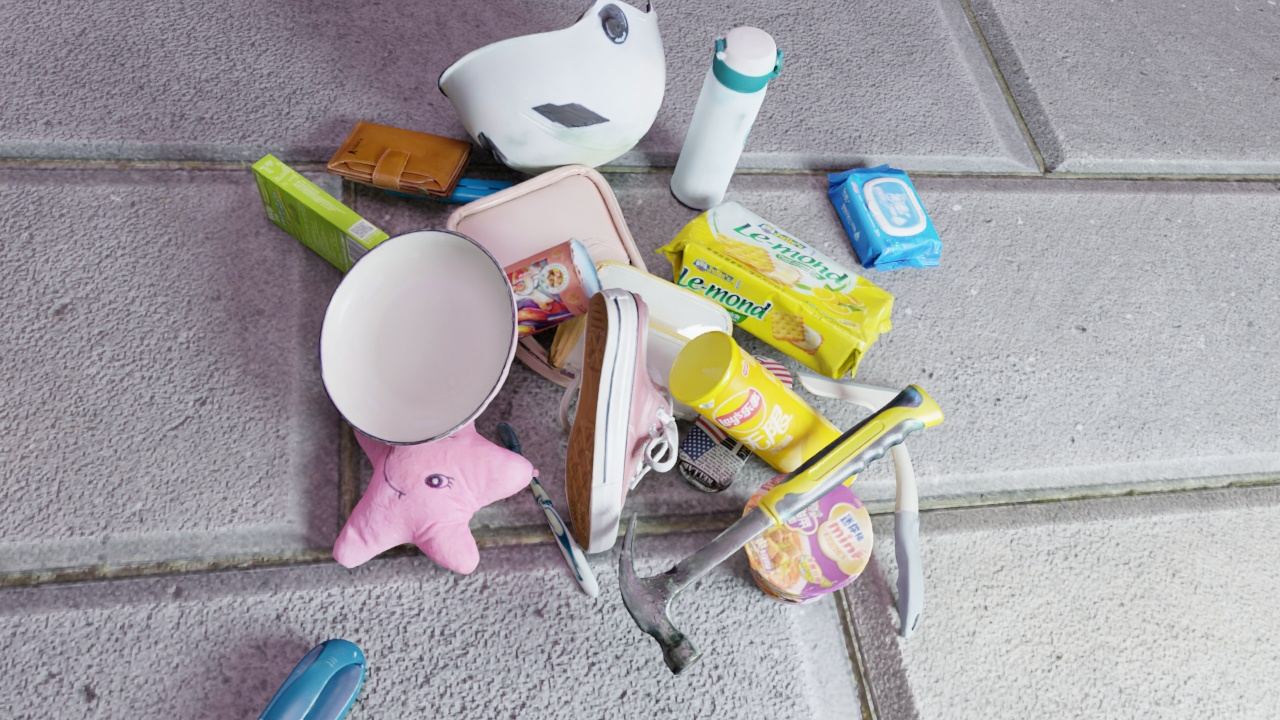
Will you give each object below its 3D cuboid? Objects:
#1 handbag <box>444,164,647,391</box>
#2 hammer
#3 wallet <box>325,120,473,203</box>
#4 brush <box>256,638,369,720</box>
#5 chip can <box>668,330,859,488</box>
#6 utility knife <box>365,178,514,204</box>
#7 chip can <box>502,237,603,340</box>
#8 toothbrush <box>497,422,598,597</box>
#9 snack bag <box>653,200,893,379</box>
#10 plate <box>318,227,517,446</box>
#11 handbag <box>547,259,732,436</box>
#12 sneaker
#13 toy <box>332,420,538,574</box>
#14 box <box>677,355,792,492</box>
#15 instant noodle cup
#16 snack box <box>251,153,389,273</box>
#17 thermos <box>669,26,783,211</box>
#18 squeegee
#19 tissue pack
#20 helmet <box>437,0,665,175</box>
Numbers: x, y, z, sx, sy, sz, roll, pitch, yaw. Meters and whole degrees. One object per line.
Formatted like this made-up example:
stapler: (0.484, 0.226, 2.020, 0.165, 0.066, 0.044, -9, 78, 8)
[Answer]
handbag: (-0.078, -0.073, 0.948, 0.192, 0.094, 0.234, -31, 78, -26)
hammer: (0.121, 0.117, 0.777, 0.322, 0.032, 0.126, -33, 66, -14)
wallet: (-0.261, -0.214, 0.997, 0.130, 0.035, 0.118, 11, 40, 0)
brush: (-0.262, 0.276, 0.695, 0.055, 0.074, 0.143, 26, 58, 10)
chip can: (0.120, 0.054, 0.844, 0.213, 0.072, 0.071, 36, 49, -36)
utility knife: (-0.218, -0.190, 1.014, 0.166, 0.018, 0.034, 4, 60, -8)
chip can: (-0.143, -0.043, 0.851, 0.215, 0.071, 0.071, -21, 62, 13)
toothbrush: (-0.088, 0.135, 0.849, 0.016, 0.018, 0.191, -32, 68, 0)
snack bag: (0.145, -0.076, 0.969, 0.246, 0.068, 0.157, 33, 32, 10)
plate: (-0.189, -0.019, 0.800, 0.193, 0.039, 0.192, -4, 77, 18)
handbag: (-0.005, 0.005, 0.895, 0.163, 0.063, 0.178, 23, 75, -16)
sneaker: (-0.010, 0.057, 0.815, 0.087, 0.118, 0.241, 3, 101, -21)
toy: (-0.178, 0.093, 0.817, 0.178, 0.075, 0.194, -1, 61, 3)
box: (0.094, 0.063, 0.921, 0.074, 0.064, 0.163, 21, 54, 29)
instant noodle cup: (0.143, 0.166, 0.824, 0.111, 0.099, 0.111, -1, 63, 1)
snack box: (-0.316, -0.134, 0.920, 0.156, 0.086, 0.026, 34, 60, 10)
thermos: (0.091, -0.259, 0.999, 0.073, 0.225, 0.073, 6, 59, -10)
squeegee: (0.245, 0.136, 0.871, 0.246, 0.039, 0.246, 9, 70, -47)
tissue pack: (0.290, -0.173, 1.092, 0.095, 0.052, 0.157, -9, 62, -17)
helmet: (-0.080, -0.278, 0.993, 0.257, 0.230, 0.146, -36, 107, -51)
